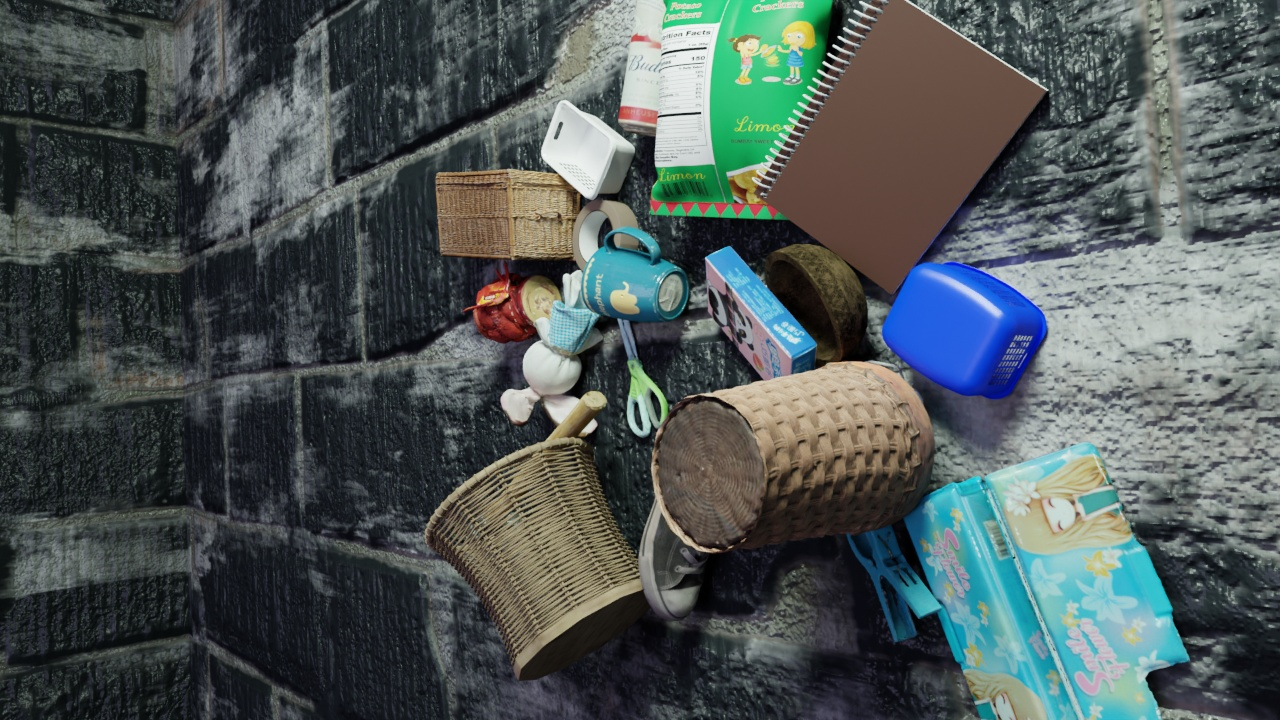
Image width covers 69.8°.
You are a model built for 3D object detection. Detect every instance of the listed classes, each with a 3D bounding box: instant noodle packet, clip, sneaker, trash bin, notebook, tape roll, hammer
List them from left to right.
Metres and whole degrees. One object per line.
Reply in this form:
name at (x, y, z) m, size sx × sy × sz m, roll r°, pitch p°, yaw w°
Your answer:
hammer at (-0.139, 0.143, 1.159) m, size 0.332 × 0.132 × 0.033 m, roll -49°, pitch 59°, yaw 38°
tape roll at (-0.044, -0.150, 1.131) m, size 0.094 × 0.030 × 0.093 m, roll 1°, pitch 91°, yaw 48°
sneaker at (0.078, 0.180, 0.962) m, size 0.120 × 0.095 × 0.235 m, roll 25°, pitch 101°, yaw 45°
instant noodle packet at (0.098, -0.271, 0.919) m, size 0.196 × 0.090 × 0.253 m, roll 9°, pitch 100°, yaw 34°
trash bin at (0.120, 0.078, 0.753) m, size 0.151 × 0.209 × 0.151 m, roll 2°, pitch 92°, yaw 49°
clip at (0.220, 0.194, 0.838) m, size 0.113 × 0.028 × 0.126 m, roll 114°, pitch 141°, yaw -58°
notebook at (0.214, -0.191, 0.807) m, size 0.171 × 0.022 × 0.210 m, roll 39°, pitch 121°, yaw 13°

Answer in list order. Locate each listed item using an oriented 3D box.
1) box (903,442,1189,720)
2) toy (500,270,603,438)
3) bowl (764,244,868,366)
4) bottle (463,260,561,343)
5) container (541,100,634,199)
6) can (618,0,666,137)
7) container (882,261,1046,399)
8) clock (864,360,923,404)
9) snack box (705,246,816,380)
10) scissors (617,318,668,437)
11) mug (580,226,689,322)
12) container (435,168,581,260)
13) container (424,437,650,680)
box at (0.310, 0.198, 0.720) m, size 0.181 × 0.073 × 0.227 m, roll -35°, pitch 65°, yaw 44°
toy at (-0.110, -0.017, 1.165) m, size 0.106 × 0.131 × 0.205 m, roll 26°, pitch 103°, yaw 62°
bowl at (0.174, -0.059, 0.857) m, size 0.121 × 0.056 × 0.121 m, roll 58°, pitch 167°, yaw 20°
bottle at (-0.172, -0.074, 1.228) m, size 0.111 × 0.098 × 0.099 m, roll -10°, pitch 83°, yaw 43°
container at (-0.062, -0.259, 1.136) m, size 0.129 × 0.049 × 0.081 m, roll 46°, pitch 123°, yaw 37°
can at (0.020, -0.340, 1.032) m, size 0.067 × 0.067 × 0.170 m, roll 21°, pitch 106°, yaw 46°
container at (0.265, -0.027, 0.770) m, size 0.114 × 0.058 × 0.096 m, roll 41°, pitch 120°, yaw 40°
clock at (0.214, 0.063, 0.838) m, size 0.087 × 0.044 × 0.124 m, roll 13°, pitch 100°, yaw 47°
snack box at (0.118, -0.034, 0.919) m, size 0.154 × 0.033 × 0.088 m, roll 54°, pitch 165°, yaw 33°
scissors at (-0.003, 0.004, 1.104) m, size 0.072 × 0.033 × 0.175 m, roll -30°, pitch 72°, yaw 48°
mug at (-0.004, -0.096, 1.042) m, size 0.104 × 0.084 × 0.112 m, roll 17°, pitch 128°, yaw 38°
container at (-0.177, -0.192, 1.218) m, size 0.199 × 0.113 × 0.113 m, roll 10°, pitch 101°, yaw 48°
container at (-0.106, 0.235, 1.074) m, size 0.196 × 0.226 × 0.228 m, roll 55°, pitch 128°, yaw 24°
